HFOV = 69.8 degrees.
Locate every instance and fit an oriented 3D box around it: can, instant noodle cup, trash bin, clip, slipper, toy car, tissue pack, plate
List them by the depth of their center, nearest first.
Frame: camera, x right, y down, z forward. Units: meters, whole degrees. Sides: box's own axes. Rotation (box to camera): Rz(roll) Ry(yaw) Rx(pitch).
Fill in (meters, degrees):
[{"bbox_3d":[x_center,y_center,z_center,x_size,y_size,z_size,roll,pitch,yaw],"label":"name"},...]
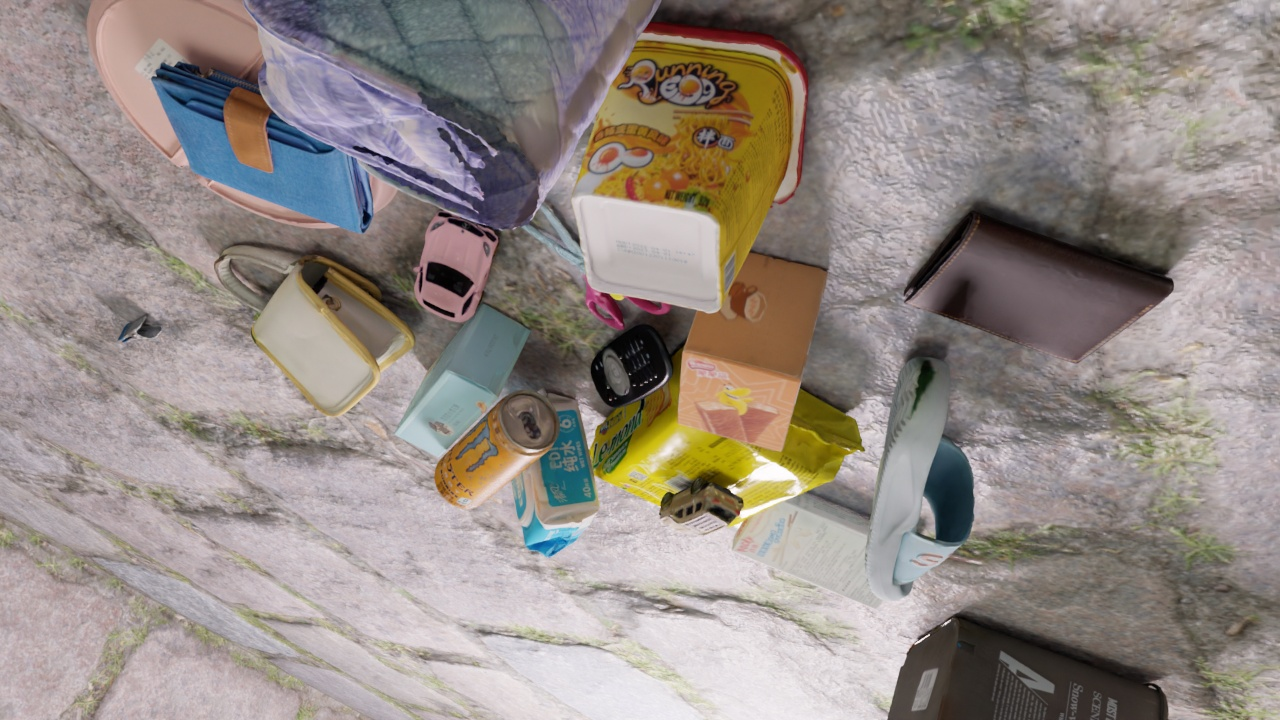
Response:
[{"bbox_3d":[0.022,-0.100,0.492,0.116,0.123,0.116,12,147,14],"label":"instant noodle cup"},{"bbox_3d":[-0.277,-0.174,0.641,0.229,0.028,0.230,15,147,10],"label":"plate"},{"bbox_3d":[0.217,0.094,0.696,0.074,0.103,0.246,9,139,15],"label":"slipper"},{"bbox_3d":[-0.147,-0.068,0.715,0.056,0.037,0.123,23,147,-7],"label":"toy car"},{"bbox_3d":[0.047,0.127,0.769,0.042,0.035,0.091,32,150,-15],"label":"toy car"},{"bbox_3d":[-0.128,0.080,0.801,0.058,0.058,0.146,32,139,-17],"label":"can"},{"bbox_3d":[-0.086,0.105,0.857,0.063,0.140,0.090,-4,154,-21],"label":"tissue pack"},{"bbox_3d":[0.394,0.399,0.970,0.220,0.198,0.199,26,147,5],"label":"trash bin"},{"bbox_3d":[-0.550,-0.033,1.005,0.057,0.024,0.029,-12,140,32],"label":"clip"}]

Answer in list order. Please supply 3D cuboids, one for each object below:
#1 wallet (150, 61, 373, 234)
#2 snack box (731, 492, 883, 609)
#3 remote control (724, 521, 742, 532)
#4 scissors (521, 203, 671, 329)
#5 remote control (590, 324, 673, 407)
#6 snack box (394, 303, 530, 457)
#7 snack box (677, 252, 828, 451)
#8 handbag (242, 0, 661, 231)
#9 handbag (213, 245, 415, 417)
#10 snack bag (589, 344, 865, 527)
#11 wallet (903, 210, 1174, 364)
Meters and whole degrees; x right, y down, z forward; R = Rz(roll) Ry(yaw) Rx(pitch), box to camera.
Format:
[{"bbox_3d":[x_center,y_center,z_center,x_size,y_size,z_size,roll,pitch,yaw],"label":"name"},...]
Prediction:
[{"bbox_3d":[-0.248,-0.140,0.616,0.133,0.040,0.107,20,152,0],"label":"wallet"},{"bbox_3d":[0.175,0.177,0.878,0.157,0.026,0.085,23,125,-2],"label":"snack box"},{"bbox_3d":[0.158,0.179,0.921,0.150,0.021,0.058,22,148,0],"label":"remote control"},{"bbox_3d":[-0.043,-0.065,0.683,0.136,0.017,0.105,32,152,-10],"label":"scissors"},{"bbox_3d":[-0.004,0.004,0.733,0.053,0.024,0.137,64,153,3],"label":"remote control"},{"bbox_3d":[-0.162,0.022,0.820,0.051,0.074,0.175,30,146,-15],"label":"snack box"},{"bbox_3d":[0.075,-0.007,0.627,0.077,0.092,0.094,15,148,10],"label":"snack box"},{"bbox_3d":[-0.064,-0.160,0.393,0.134,0.193,0.076,26,152,0],"label":"handbag"},{"bbox_3d":[-0.301,-0.044,0.829,0.179,0.063,0.164,47,142,-12],"label":"handbag"},{"bbox_3d":[0.057,0.079,0.790,0.158,0.068,0.247,28,148,-11],"label":"snack bag"},{"bbox_3d":[0.236,-0.041,0.558,0.122,0.020,0.096,20,153,0],"label":"wallet"}]
